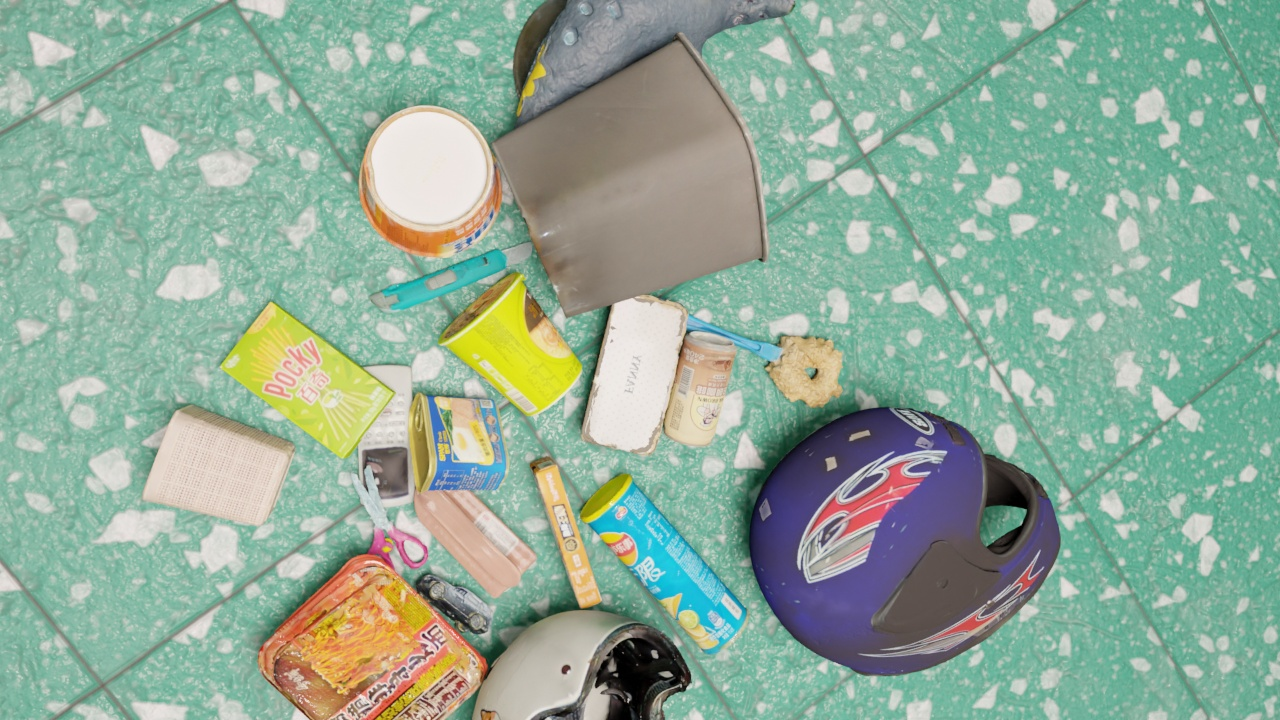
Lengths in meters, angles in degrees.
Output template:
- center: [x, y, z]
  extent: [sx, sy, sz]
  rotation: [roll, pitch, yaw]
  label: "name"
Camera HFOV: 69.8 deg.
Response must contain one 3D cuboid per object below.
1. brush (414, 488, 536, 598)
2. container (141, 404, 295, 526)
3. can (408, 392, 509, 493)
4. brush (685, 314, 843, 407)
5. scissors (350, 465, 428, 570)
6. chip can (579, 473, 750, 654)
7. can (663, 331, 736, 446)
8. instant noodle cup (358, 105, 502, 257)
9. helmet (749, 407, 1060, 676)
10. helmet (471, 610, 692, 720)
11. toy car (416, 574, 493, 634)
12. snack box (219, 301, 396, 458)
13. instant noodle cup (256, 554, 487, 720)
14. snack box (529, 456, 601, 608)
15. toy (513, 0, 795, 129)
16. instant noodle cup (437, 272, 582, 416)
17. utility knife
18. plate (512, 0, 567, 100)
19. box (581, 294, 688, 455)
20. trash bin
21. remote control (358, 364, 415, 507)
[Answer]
- center: [-0.179, 0.178, 0.961]
  extent: [0.063, 0.073, 0.145]
  rotation: [-43, 97, -7]
  label: "brush"
- center: [-0.410, 0.105, 0.905]
  extent: [0.111, 0.090, 0.090]
  rotation: [20, 87, -15]
  label: "container"
- center: [-0.187, 0.085, 0.938]
  extent: [0.083, 0.057, 0.102]
  rotation: [5, 49, -28]
  label: "can"
- center: [0.116, -0.018, 1.037]
  extent: [0.254, 0.046, 0.083]
  rotation: [21, 91, -8]
  label: "brush"
- center: [-0.262, 0.167, 0.958]
  extent: [0.073, 0.017, 0.137]
  rotation: [-10, 108, -9]
  label: "scissors"
- center: [0.028, 0.224, 1.005]
  extent: [0.071, 0.071, 0.210]
  rotation: [-42, 100, -8]
  label: "chip can"
- center: [0.064, 0.031, 1.000]
  extent: [0.058, 0.058, 0.116]
  rotation: [9, 106, -12]
  label: "can"
- center: [-0.211, -0.183, 0.924]
  extent: [0.151, 0.111, 0.151]
  rotation: [0, 91, -11]
  label: "instant noodle cup"
- center: [0.264, 0.166, 0.958]
  extent: [0.315, 0.247, 0.240]
  rotation: [-33, 116, -3]
  label: "helmet"
- center: [-0.085, 0.373, 0.934]
  extent: [0.229, 0.157, 0.274]
  rotation: [9, 101, -50]
  label: "helmet"
- center: [-0.197, 0.258, 0.976]
  extent: [0.090, 0.043, 0.034]
  rotation: [41, 56, -13]
  label: "toy car"
- center: [-0.338, 0.020, 0.935]
  extent: [0.156, 0.026, 0.085]
  rotation: [38, 86, -2]
  label: "snack box"
- center: [-0.272, 0.302, 0.938]
  extent: [0.164, 0.079, 0.189]
  rotation: [-41, 101, -4]
  label: "instant noodle cup"
- center: [-0.081, 0.182, 0.979]
  extent: [0.026, 0.075, 0.154]
  rotation: [-19, 95, -10]
  label: "snack box"
- center: [-0.007, -0.332, 0.950]
  extent: [0.356, 0.091, 0.138]
  rotation: [-28, 113, -6]
  label: "toy"
- center: [-0.127, -0.011, 0.956]
  extent: [0.111, 0.112, 0.123]
  rotation: [-43, 107, -8]
  label: "instant noodle cup"
- center: [-0.199, -0.090, 0.979]
  extent: [0.182, 0.013, 0.029]
  rotation: [-23, 96, -10]
  label: "utility knife"
- center: [-0.049, -0.319, 0.999]
  extent: [0.179, 0.024, 0.179]
  rotation: [0, 91, -11]
  label: "plate"
- center: [-0.006, 0.006, 0.987]
  extent: [0.090, 0.061, 0.184]
  rotation: [16, 91, -3]
  label: "box"
- center: [-0.011, -0.169, 0.916]
  extent: [0.219, 0.199, 0.199]
  rotation: [-24, 55, -2]
  label: "trash bin"
- center: [-0.268, 0.079, 0.966]
  extent: [0.058, 0.021, 0.150]
  rotation: [-2, 91, -11]
  label: "remote control"
